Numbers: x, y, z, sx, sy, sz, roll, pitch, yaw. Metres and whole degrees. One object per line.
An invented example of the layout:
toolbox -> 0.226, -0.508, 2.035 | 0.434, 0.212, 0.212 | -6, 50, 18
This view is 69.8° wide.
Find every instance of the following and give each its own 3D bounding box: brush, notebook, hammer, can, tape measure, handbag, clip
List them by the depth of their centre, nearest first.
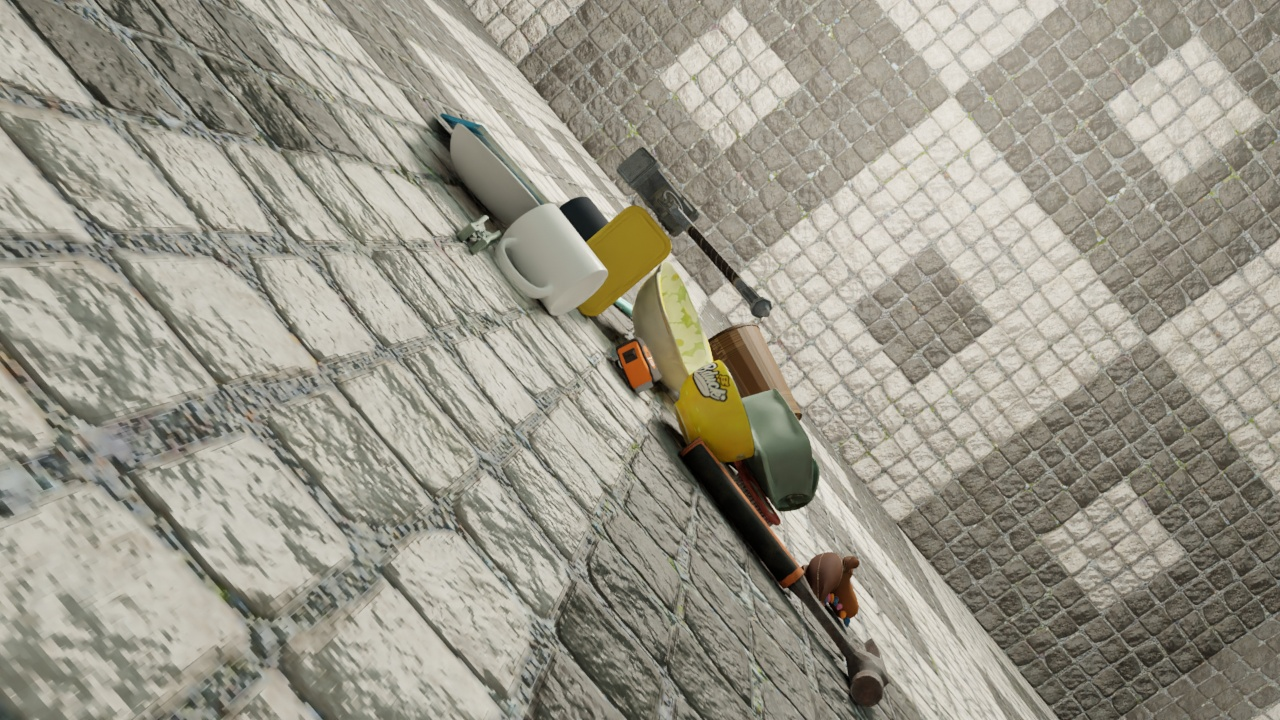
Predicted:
clip -> -0.154, -0.121, 0.878 | 0.042, 0.023, 0.075 | 50, 11, -9
hammer -> 0.064, -0.127, 0.971 | 0.098, 0.044, 0.321 | 44, 9, -37
hammer -> 0.150, 0.212, 0.973 | 0.314, 0.035, 0.137 | 52, 10, 14
tape measure -> -0.006, 0.006, 1.039 | 0.059, 0.038, 0.058 | 64, 10, 0
handbag -> 0.160, 0.103, 1.092 | 0.121, 0.067, 0.106 | -116, -170, -55
notebook -> -0.158, -0.222, 1.105 | 0.181, 0.009, 0.253 | 47, -3, -28
brush -> 0.117, 0.139, 1.108 | 0.041, 0.030, 0.172 | 41, 15, -43
can -> -0.029, -0.121, 1.123 | 0.075, 0.135, 0.104 | 50, 7, -2

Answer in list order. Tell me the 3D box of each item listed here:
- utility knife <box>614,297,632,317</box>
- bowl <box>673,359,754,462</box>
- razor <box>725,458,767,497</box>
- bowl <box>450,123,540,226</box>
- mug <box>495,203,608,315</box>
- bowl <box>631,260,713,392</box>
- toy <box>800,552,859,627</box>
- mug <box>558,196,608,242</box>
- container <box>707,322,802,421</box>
utility knife -> -0.044, -0.093, 1.318 | 0.165, 0.015, 0.022 | 31, 23, -55
bowl -> 0.078, 0.065, 1.052 | 0.117, 0.067, 0.117 | 160, -89, -85
razor -> 0.135, 0.113, 1.191 | 0.140, 0.064, 0.053 | 51, 10, 11
bowl -> -0.163, -0.191, 1.013 | 0.149, 0.043, 0.149 | 46, -2, 1
mug -> -0.100, -0.099, 0.934 | 0.090, 0.074, 0.110 | 52, 35, 10
bowl -> 0.037, -0.033, 1.205 | 0.219, 0.060, 0.188 | 48, 28, -58
toy -> 0.227, 0.279, 1.078 | 0.090, 0.071, 0.102 | 60, 29, -19
mug -> -0.079, -0.174, 1.327 | 0.077, 0.071, 0.105 | 54, -16, 24
container -> 0.177, 0.044, 1.493 | 0.167, 0.132, 0.132 | 61, 13, 23
